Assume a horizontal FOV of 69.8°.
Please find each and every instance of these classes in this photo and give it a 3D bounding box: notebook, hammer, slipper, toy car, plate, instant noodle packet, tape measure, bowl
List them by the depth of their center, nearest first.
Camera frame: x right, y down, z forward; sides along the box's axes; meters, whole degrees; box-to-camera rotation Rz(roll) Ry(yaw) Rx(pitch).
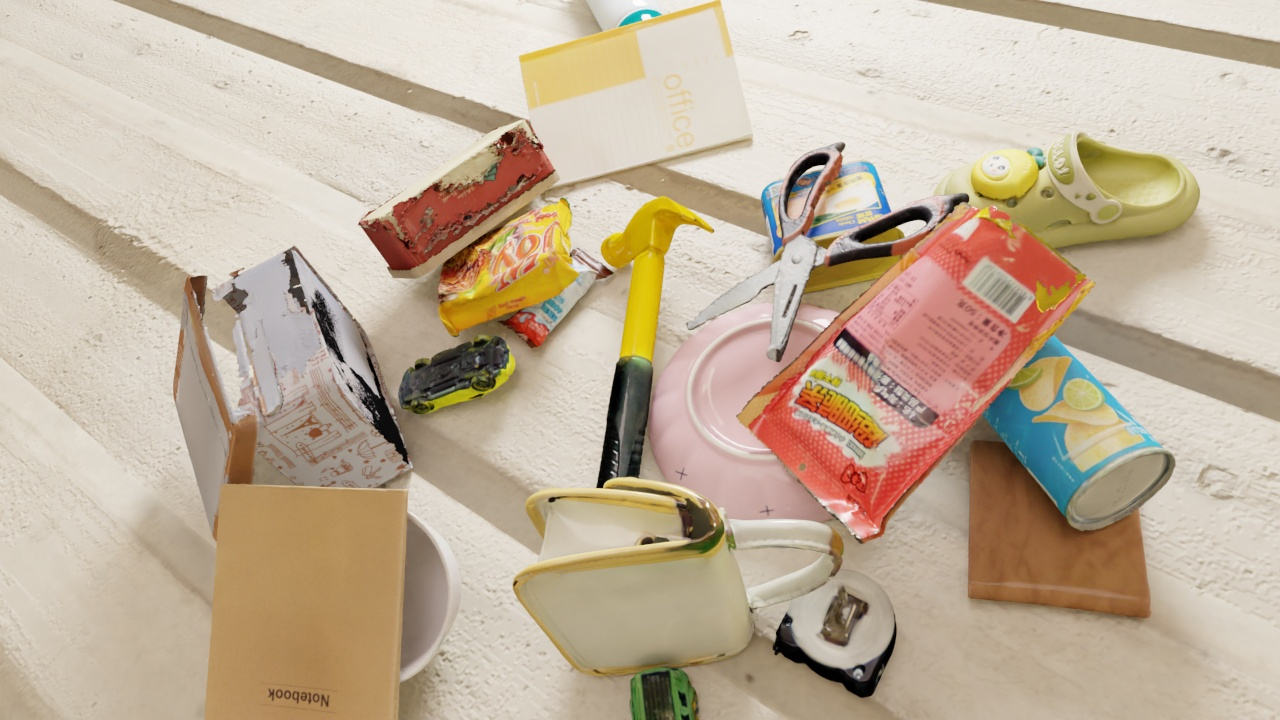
[{"bbox_3d":[0.015,0.229,0.548,0.043,0.036,0.091,-13,56,5],"label":"toy car"},{"bbox_3d":[0.123,0.163,0.563,0.066,0.034,0.065,20,63,26],"label":"tape measure"},{"bbox_3d":[-0.221,0.187,0.602,0.148,0.008,0.207,-1,83,18],"label":"notebook"},{"bbox_3d":[-0.165,0.155,0.626,0.118,0.064,0.118,-2,83,18],"label":"bowl"},{"bbox_3d":[0.096,0.028,0.665,0.192,0.039,0.192,-8,53,11],"label":"plate"},{"bbox_3d":[-0.004,0.004,0.693,0.129,0.032,0.300,-29,46,51],"label":"hammer"},{"bbox_3d":[0.320,-0.138,0.693,0.191,0.082,0.091,-2,52,12],"label":"slipper"},{"bbox_3d":[-0.151,0.015,0.754,0.105,0.032,0.048,-19,51,17],"label":"toy car"},{"bbox_3d":[-0.113,-0.082,0.785,0.128,0.044,0.110,-22,40,14],"label":"instant noodle packet"},{"bbox_3d":[-0.008,-0.254,0.880,0.206,0.010,0.145,-12,79,8],"label":"notebook"}]

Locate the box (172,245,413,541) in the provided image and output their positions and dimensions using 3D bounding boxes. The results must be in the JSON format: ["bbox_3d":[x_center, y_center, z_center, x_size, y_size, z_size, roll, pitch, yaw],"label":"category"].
[{"bbox_3d":[-0.299,0.032,0.713,0.166,0.150,0.182,-30,52,-3],"label":"box"}]

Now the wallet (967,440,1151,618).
[{"bbox_3d":[0.259,0.101,0.577,0.101,0.020,0.115,2,53,16],"label":"wallet"}]

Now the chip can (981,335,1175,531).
[{"bbox_3d":[0.246,0.008,0.602,0.071,0.071,0.210,-25,47,-2],"label":"chip can"}]

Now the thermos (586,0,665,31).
[{"bbox_3d":[-0.017,-0.382,0.980,0.073,0.073,0.224,-23,52,0],"label":"thermos"}]

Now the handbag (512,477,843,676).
[{"bbox_3d":[0.029,0.124,0.538,0.179,0.163,0.063,-8,52,9],"label":"handbag"}]

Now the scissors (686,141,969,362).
[{"bbox_3d":[0.127,-0.087,0.675,0.225,0.015,0.188,-24,45,4],"label":"scissors"}]

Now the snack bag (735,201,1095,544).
[{"bbox_3d":[0.168,0.001,0.575,0.208,0.073,0.128,-49,50,7],"label":"snack bag"}]

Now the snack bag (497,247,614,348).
[{"bbox_3d":[-0.072,-0.054,0.783,0.048,0.026,0.104,35,70,24],"label":"snack bag"}]

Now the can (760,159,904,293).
[{"bbox_3d":[0.151,-0.108,0.737,0.102,0.057,0.083,-11,51,9],"label":"can"}]

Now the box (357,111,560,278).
[{"bbox_3d":[-0.165,-0.151,0.818,0.168,0.078,0.091,-41,24,-22],"label":"box"}]
